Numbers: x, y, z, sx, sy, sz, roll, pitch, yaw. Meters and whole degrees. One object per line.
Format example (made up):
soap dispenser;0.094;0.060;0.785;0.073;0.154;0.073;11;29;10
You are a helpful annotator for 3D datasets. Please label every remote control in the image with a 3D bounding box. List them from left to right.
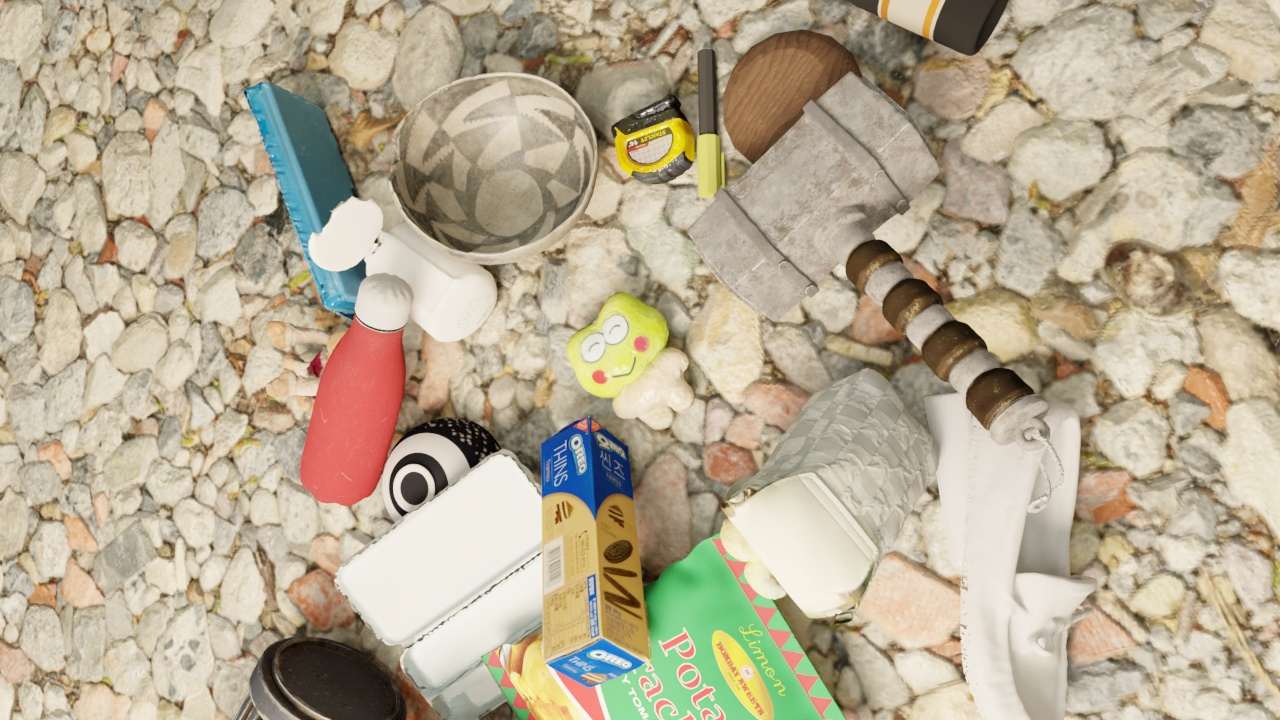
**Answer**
remote control;0.241;0.089;0.690;0.033;0.012;0.131;-10;84;20

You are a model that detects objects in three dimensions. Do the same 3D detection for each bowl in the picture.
bowl;-0.185;0.112;0.824;0.120;0.066;0.120;-1;88;21
bowl;-0.120;-0.154;0.795;0.178;0.081;0.178;-2;71;4
bowl;0.119;-0.213;0.738;0.118;0.030;0.118;-1;88;21

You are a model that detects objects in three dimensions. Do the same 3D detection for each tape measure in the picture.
tape measure;0.013;-0.181;0.774;0.066;0.037;0.064;-24;79;21

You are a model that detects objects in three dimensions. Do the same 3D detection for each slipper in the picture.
slipper;0.273;0.147;0.636;0.075;0.112;0.246;-5;81;61

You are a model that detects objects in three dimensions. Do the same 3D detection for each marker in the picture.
marker;0.058;-0.199;0.769;0.021;0.017;0.124;0;86;-12

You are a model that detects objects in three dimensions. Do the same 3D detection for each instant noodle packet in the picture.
instant noodle packet;0.016;0.270;0.723;0.253;0.090;0.195;-32;89;22

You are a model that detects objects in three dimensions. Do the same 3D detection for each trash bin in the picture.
trash bin;-0.324;0.380;0.823;0.164;0.164;0.227;33;96;19

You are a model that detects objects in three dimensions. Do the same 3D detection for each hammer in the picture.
hammer;0.180;-0.042;0.625;0.177;0.079;0.326;-43;53;14

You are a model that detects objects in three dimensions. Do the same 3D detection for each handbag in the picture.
handbag;0.134;0.094;0.667;0.112;0.171;0.124;49;145;-3

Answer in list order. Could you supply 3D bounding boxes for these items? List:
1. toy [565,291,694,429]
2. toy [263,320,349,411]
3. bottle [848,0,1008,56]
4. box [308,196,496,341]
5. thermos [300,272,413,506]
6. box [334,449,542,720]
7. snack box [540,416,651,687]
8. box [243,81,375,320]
toy;-0.005;0.005;0.772;0.092;0.046;0.115;-43;82;11
toy;-0.293;0.003;0.865;0.106;0.074;0.085;-12;47;-7
bottle;0.186;-0.296;0.700;0.182;0.059;0.059;33;99;19
box;-0.200;-0.075;0.794;0.106;0.150;0.080;36;99;21
thermos;-0.243;0.026;0.801;0.073;0.073;0.240;38;126;18
box;-0.138;0.200;0.790;0.209;0.037;0.189;-38;91;10
snack box;-0.038;0.141;0.714;0.057;0.056;0.206;-31;41;23
box;-0.308;-0.145;0.868;0.053;0.093;0.231;-26;80;17
